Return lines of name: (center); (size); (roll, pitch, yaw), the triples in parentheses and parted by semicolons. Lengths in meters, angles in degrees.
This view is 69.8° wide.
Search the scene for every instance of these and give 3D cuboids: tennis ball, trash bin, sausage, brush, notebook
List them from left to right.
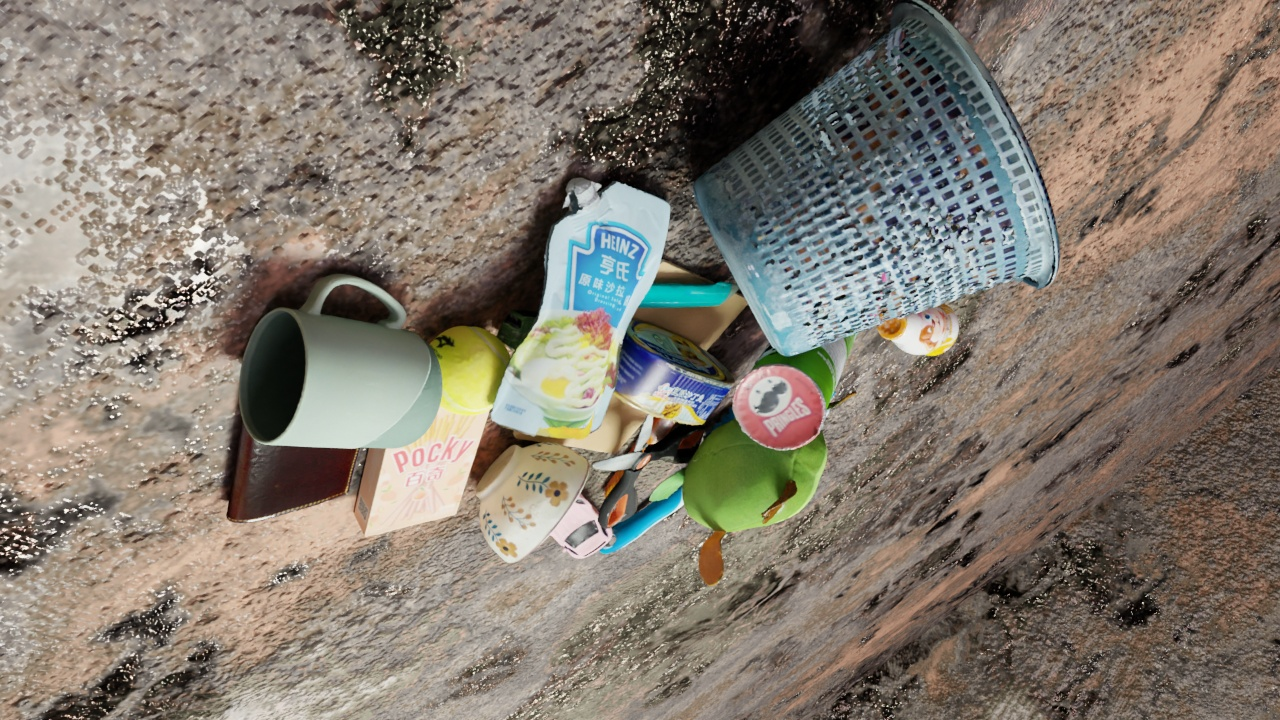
tennis ball: (-0.125, 0.007, 0.664); (0.065, 0.065, 0.066); (-25, 146, -18)
notebook: (-0.005, 0.005, 0.829); (0.208, 0.008, 0.147); (-49, 145, 18)
sausage: (0.004, 0.089, 0.931); (0.021, 0.021, 0.165); (2, 131, -45)
brush: (0.080, 0.114, 1.012); (0.314, 0.060, 0.109); (-30, 151, -6)
trash bin: (0.154, -0.111, 0.669); (0.195, 0.226, 0.226); (-27, 149, 9)

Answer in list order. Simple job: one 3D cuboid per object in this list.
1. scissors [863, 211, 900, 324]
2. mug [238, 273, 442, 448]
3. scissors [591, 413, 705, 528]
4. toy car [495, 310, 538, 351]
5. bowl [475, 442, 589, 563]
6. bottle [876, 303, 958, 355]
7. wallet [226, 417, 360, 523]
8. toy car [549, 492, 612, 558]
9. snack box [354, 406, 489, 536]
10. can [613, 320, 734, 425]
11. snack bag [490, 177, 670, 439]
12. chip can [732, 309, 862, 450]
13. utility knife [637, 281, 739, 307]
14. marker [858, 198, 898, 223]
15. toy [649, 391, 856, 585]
scissors: (0.236, -0.093, 0.892); (0.128, 0.017, 0.133); (-65, 159, -11)
mug: (-0.188, 0.002, 0.596); (0.106, 0.082, 0.112); (9, 94, -48)
scissors: (0.001, 0.104, 0.883); (0.220, 0.021, 0.223); (-20, 148, -53)
toy car: (-0.066, -0.015, 0.710); (0.091, 0.043, 0.036); (13, 98, -41)
bowl: (-0.104, 0.114, 0.804); (0.062, 0.113, 0.114); (40, 105, -15)
bottle: (0.304, -0.038, 1.015); (0.108, 0.063, 0.063); (2, 131, -45)
wallet: (-0.246, 0.064, 0.667); (0.096, 0.020, 0.123); (-11, 139, -42)
toy car: (-0.065, 0.177, 0.964); (0.056, 0.037, 0.122); (-36, 147, -4)
snack box: (-0.176, 0.077, 0.741); (0.084, 0.026, 0.158); (-10, 139, -36)
can: (0.023, 0.011, 0.786); (0.049, 0.074, 0.148); (-51, 146, 15)
snack bag: (-0.039, -0.037, 0.667); (0.110, 0.039, 0.191); (14, 99, -40)
chip can: (0.144, -0.003, 0.797); (0.072, 0.072, 0.235); (-57, 174, 28)
utility knife: (0.008, -0.054, 0.744); (0.209, 0.013, 0.029); (-4, 137, -44)
marker: (0.200, -0.127, 0.844); (0.132, 0.020, 0.022); (-38, 149, 2)
toy: (0.107, 0.104, 0.862); (0.226, 0.090, 0.247); (-60, -167, -23)
